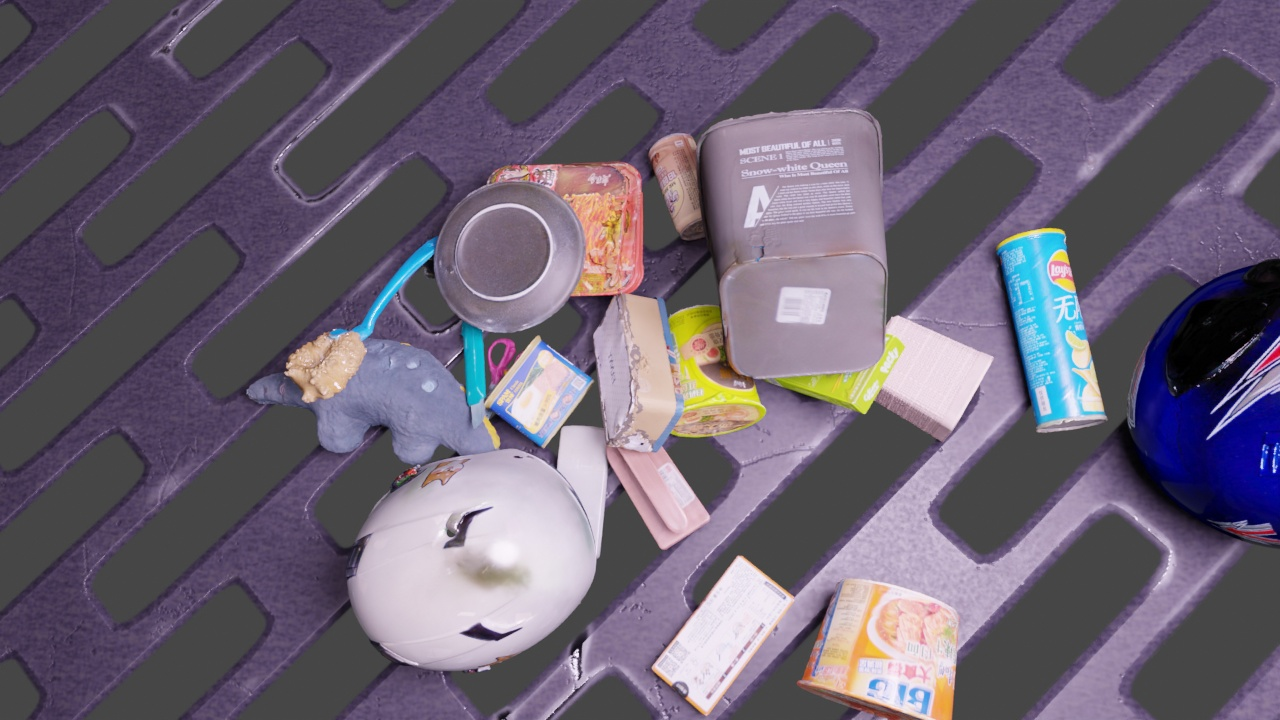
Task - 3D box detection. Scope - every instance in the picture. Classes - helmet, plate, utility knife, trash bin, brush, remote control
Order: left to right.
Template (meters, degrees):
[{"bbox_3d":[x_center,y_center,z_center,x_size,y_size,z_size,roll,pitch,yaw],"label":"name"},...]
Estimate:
[{"bbox_3d":[-0.298,-0.054,1.022,0.083,0.046,0.254,14,57,37],"label":"brush"},{"bbox_3d":[-0.186,0.215,0.934,0.274,0.156,0.230,-18,90,6],"label":"helmet"},{"bbox_3d":[-0.190,0.006,1.045,0.029,0.013,0.181,-27,46,16],"label":"utility knife"},{"bbox_3d":[-0.150,-0.120,1.026,0.179,0.024,0.179,-2,81,10],"label":"plate"},{"bbox_3d":[-0.067,0.148,1.028,0.058,0.021,0.150,4,76,8],"label":"remote control"},{"bbox_3d":[0.012,0.128,0.998,0.063,0.073,0.145,-33,73,-1],"label":"brush"},{"bbox_3d":[0.157,-0.114,0.931,0.199,0.199,0.219,-4,43,9],"label":"trash bin"},{"bbox_3d":[0.612,0.018,0.862,0.247,0.240,0.315,36,90,-25],"label":"helmet"}]

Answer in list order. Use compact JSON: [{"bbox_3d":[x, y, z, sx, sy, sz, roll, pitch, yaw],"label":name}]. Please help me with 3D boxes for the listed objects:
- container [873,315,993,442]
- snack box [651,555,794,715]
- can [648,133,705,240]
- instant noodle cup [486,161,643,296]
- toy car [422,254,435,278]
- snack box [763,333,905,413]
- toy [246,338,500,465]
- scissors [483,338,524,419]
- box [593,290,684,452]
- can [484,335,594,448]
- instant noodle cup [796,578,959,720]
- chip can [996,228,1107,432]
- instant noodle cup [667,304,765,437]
[{"bbox_3d":[0.300,0.016,0.984,0.111,0.090,0.090,30,82,16],"label":"container"},{"bbox_3d":[0.088,0.289,0.972,0.075,0.026,0.153,37,83,14],"label":"snack box"},{"bbox_3d":[0.054,-0.205,1.082,0.058,0.058,0.116,-20,74,1],"label":"can"},{"bbox_3d":[-0.086,-0.146,1.073,0.189,0.079,0.164,0,76,8],"label":"instant noodle cup"},{"bbox_3d":[-0.225,-0.106,1.101,0.090,0.043,0.034,34,55,11],"label":"toy car"},{"bbox_3d":[0.198,-0.001,0.980,0.156,0.026,0.085,20,75,55],"label":"snack box"},{"bbox_3d":[-0.292,0.046,1.050,0.356,0.091,0.138,15,97,12],"label":"toy"},{"bbox_3d":[-0.178,0.035,1.074,0.073,0.017,0.137,36,86,13],"label":"scissors"},{"bbox_3d":[-0.006,0.006,0.990,0.061,0.090,0.184,12,47,-20],"label":"box"},{"bbox_3d":[-0.113,0.037,1.036,0.083,0.057,0.102,37,83,-1],"label":"can"},{"bbox_3d":[0.240,0.286,0.899,0.151,0.151,0.111,16,70,10],"label":"instant noodle cup"},{"bbox_3d":[0.441,-0.032,0.986,0.071,0.071,0.210,-8,76,5],"label":"chip can"},{"bbox_3d":[0.072,0.008,1.007,0.112,0.112,0.123,-9,68,4],"label":"instant noodle cup"}]
